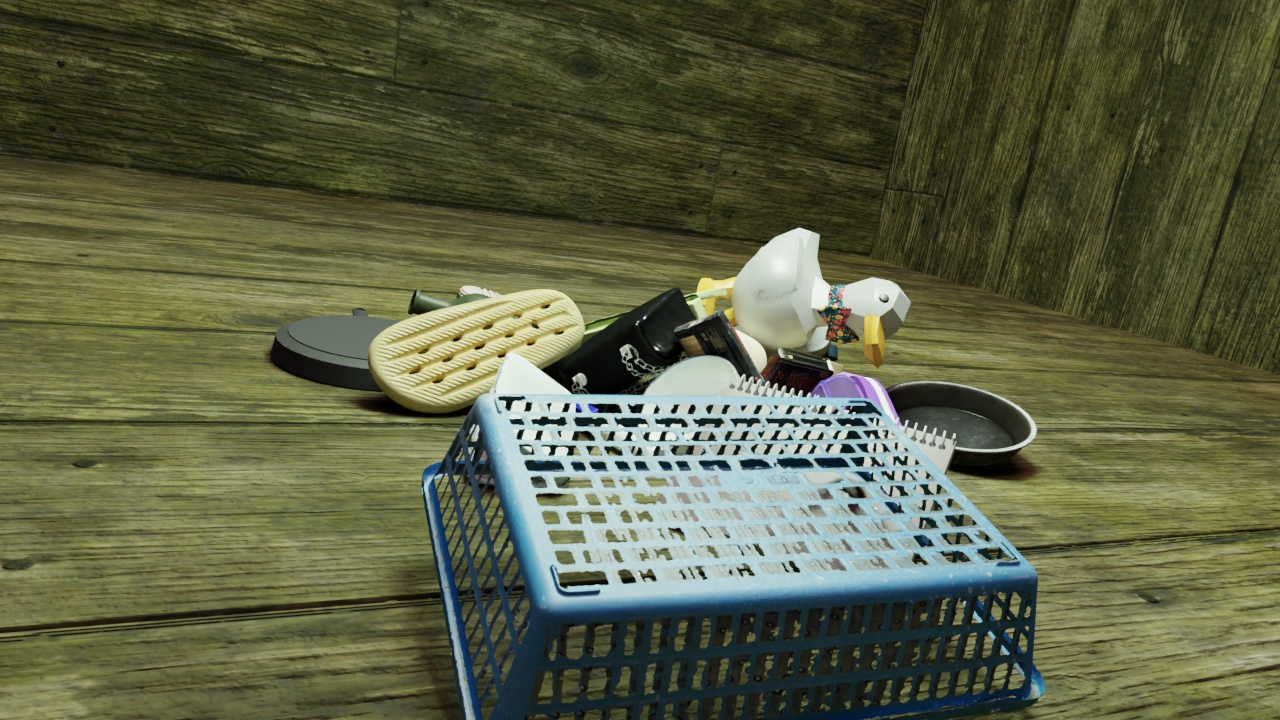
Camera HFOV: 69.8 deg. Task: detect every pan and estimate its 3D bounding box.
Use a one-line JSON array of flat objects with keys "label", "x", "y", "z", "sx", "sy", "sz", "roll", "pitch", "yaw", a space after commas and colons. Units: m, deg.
[{"label": "pan", "x": -0.340, "y": -0.031, "z": 1.149, "sx": 0.225, "sy": 0.034, "sz": 0.356, "roll": 5, "pitch": 15, "yaw": -22}, {"label": "pan", "x": 0.339, "y": 0.096, "z": 1.065, "sx": 0.187, "sy": 0.055, "sz": 0.355, "roll": 18, "pitch": 28, "yaw": 30}]

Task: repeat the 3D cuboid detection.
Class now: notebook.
[{"label": "notebook", "x": 0.142, "y": 0.098, "z": 0.783, "sx": 0.209, "sy": 0.022, "sz": 0.171, "roll": 16, "pitch": 51, "yaw": 25}]

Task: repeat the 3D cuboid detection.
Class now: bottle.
[{"label": "bottle", "x": -0.176, "y": -0.037, "z": 1.109, "sx": 0.206, "sy": 0.071, "sz": 0.071, "roll": 20, "pitch": 9, "yaw": -21}]

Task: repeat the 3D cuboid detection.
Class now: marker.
[{"label": "marker", "x": -0.024, "y": 0.076, "z": 0.938, "sx": 0.023, "sy": 0.027, "sz": 0.133, "roll": -26, "pitch": 32, "yaw": -32}]

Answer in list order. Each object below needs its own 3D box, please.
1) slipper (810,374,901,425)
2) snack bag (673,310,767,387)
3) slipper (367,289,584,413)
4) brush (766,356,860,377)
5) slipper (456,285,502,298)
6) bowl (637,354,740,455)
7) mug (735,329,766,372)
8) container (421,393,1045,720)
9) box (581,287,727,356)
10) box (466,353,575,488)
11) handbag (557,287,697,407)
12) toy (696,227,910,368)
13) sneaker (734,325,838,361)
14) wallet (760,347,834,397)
[{"label": "slipper", "x": 0.197, "y": 0.083, "z": 0.915, "sx": 0.084, "sy": 0.107, "sz": 0.266, "roll": 9, "pitch": 18, "yaw": -2}, {"label": "snack bag", "x": 0.097, "y": 0.021, "z": 0.984, "sx": 0.075, "sy": 0.155, "sz": 0.018, "roll": -18, "pitch": 17, "yaw": 49}, {"label": "slipper", "x": -0.179, "y": -0.006, "z": 1.021, "sx": 0.260, "sy": 0.079, "sz": 0.111, "roll": -22, "pitch": 76, "yaw": -35}, {"label": "brush", "x": 0.216, "y": 0.020, "z": 1.135, "sx": 0.089, "sy": 0.043, "sz": 0.229, "roll": 13, "pitch": -9, "yaw": -11}, {"label": "slipper", "x": -0.139, "y": -0.029, "z": 1.223, "sx": 0.239, "sy": 0.064, "sz": 0.094, "roll": 22, "pitch": 8, "yaw": -33}, {"label": "bowl", "x": 0.061, "y": 0.058, "z": 0.953, "sx": 0.118, "sy": 0.118, "sz": 0.062, "roll": 27, "pitch": -20, "yaw": 51}, {"label": "mug", "x": 0.106, "y": 0.007, "z": 1.179, "sx": 0.099, "sy": 0.096, "sz": 0.120, "roll": 19, "pitch": -2, "yaw": -7}, {"label": "container", "x": 0.058, "y": 0.109, "z": 0.587, "sx": 0.361, "sy": 0.089, "sz": 0.257, "roll": 1, "pitch": 29, "yaw": -21}, {"label": "box", "x": 0.018, "y": -0.030, "z": 1.145, "sx": 0.188, "sy": 0.083, "sz": 0.091, "roll": -13, "pitch": -3, "yaw": 40}, {"label": "box", "x": -0.103, "y": 0.052, "z": 0.878, "sx": 0.122, "sy": 0.083, "sz": 0.215, "roll": 4, "pitch": 14, "yaw": -10}, {"label": "handbag", "x": -0.006, "y": 0.006, "z": 1.052, "sx": 0.154, "sy": 0.114, "sz": 0.124, "roll": -27, "pitch": 5, "yaw": 35}, {"label": "toy", "x": 0.213, "y": -0.083, "z": 1.208, "sx": 0.268, "sy": 0.141, "sz": 0.246, "roll": -9, "pitch": 50, "yaw": 18}, {"label": "sneaker", "x": 0.164, "y": -0.015, "z": 1.322, "sx": 0.236, "sy": 0.089, "sz": 0.087, "roll": -3, "pitch": -29, "yaw": 10}, {"label": "wallet", "x": 0.153, "y": 0.039, "z": 1.014, "sx": 0.072, "sy": 0.123, "sz": 0.019, "roll": 12, "pitch": 43, "yaw": -21}]
